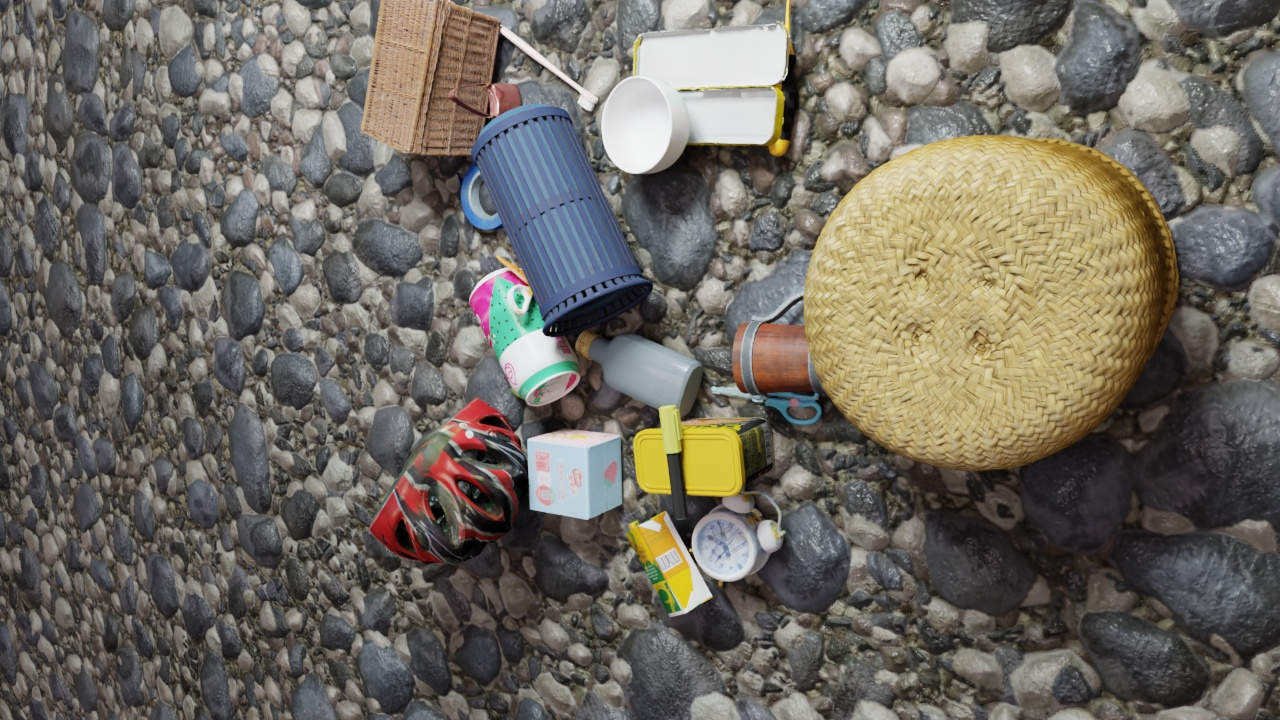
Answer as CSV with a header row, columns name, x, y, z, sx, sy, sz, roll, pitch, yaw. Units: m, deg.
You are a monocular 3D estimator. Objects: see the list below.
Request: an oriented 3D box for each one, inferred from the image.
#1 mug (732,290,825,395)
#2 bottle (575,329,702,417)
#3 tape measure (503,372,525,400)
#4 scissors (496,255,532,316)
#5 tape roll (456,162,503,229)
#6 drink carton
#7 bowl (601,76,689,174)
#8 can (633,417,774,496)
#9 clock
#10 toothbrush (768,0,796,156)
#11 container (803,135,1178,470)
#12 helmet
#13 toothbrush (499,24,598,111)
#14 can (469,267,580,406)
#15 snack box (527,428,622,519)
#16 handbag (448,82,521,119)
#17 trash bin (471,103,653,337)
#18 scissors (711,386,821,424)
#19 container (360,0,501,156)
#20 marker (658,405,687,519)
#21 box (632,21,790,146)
name,x,y,z,sx,sy,sz,roll,pitch,yaw
mug,0.167,-0.019,0.988,0.111,0.081,0.117,1,78,28
bottle,-0.007,0.006,1.109,0.161,0.046,0.072,24,109,26
tape measure,-0.152,0.018,1.206,0.059,0.035,0.065,-43,75,29
scissors,-0.129,-0.089,1.136,0.125,0.128,0.011,37,124,-14
tape roll,-0.197,-0.219,1.209,0.093,0.016,0.091,-12,91,32
drink carton,0.032,0.244,1.111,0.122,0.041,0.058,60,156,9
bowl,0.011,-0.260,1.019,0.105,0.054,0.105,10,106,41
can,0.075,0.106,1.042,0.131,0.100,0.072,-3,96,32
clock,0.114,0.201,1.065,0.089,0.051,0.126,47,115,18
toothbrush,0.153,-0.317,0.972,0.031,0.031,0.197,9,101,35
container,0.306,-0.054,0.824,0.307,0.196,0.307,6,102,29
helmet,-0.234,0.160,1.160,0.167,0.272,0.217,36,74,7
toothbrush,-0.119,-0.366,1.140,0.181,0.015,0.018,43,122,18
can,-0.145,-0.031,1.151,0.088,0.088,0.166,-42,67,29
snack box,-0.082,0.141,1.157,0.095,0.079,0.093,3,99,33
handbag,-0.193,-0.320,1.130,0.029,0.119,0.055,-5,94,32
trash bin,-0.099,-0.169,1.087,0.140,0.139,0.249,-29,80,31
scissors,0.141,0.040,1.044,0.137,0.015,0.056,5,103,27
container,-0.263,-0.360,1.162,0.114,0.112,0.199,26,111,36
marker,0.038,0.111,0.994,0.021,0.017,0.124,-3,97,32
box,0.070,-0.302,1.012,0.210,0.023,0.127,12,101,40
